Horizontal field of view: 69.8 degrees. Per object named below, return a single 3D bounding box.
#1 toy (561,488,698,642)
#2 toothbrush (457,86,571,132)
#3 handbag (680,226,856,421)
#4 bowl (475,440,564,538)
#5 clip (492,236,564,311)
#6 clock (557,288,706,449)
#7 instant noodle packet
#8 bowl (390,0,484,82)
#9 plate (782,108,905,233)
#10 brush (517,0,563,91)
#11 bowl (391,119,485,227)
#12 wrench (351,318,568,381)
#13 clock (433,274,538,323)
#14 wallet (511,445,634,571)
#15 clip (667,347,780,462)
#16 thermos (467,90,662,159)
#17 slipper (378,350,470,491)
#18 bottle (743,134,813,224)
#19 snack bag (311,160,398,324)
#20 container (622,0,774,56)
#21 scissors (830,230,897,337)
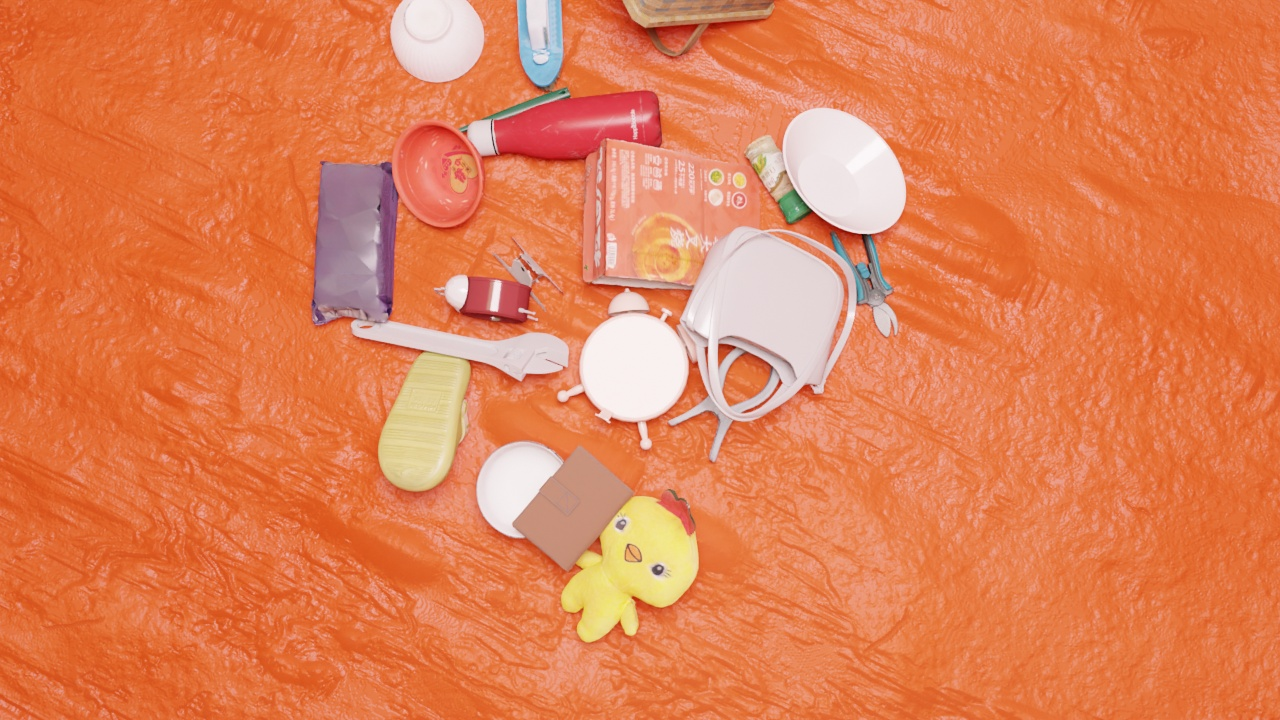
[{"bbox_3d":[-0.009,0.241,1.078,0.208,0.092,0.134,-42,63,5],"label":"toy"},{"bbox_3d":[-0.179,-0.307,1.164,0.190,0.017,0.016,-21,78,-3],"label":"toothbrush"},{"bbox_3d":[0.152,-0.030,1.071,0.215,0.096,0.222,24,71,-14],"label":"handbag"},{"bbox_3d":[-0.136,0.152,1.097,0.113,0.063,0.113,0,85,-1],"label":"bowl"},{"bbox_3d":[-0.141,-0.109,1.133,0.102,0.053,0.058,47,123,4],"label":"clip"},{"bbox_3d":[-0.006,0.006,1.104,0.131,0.086,0.160,30,79,3],"label":"clock"},{"bbox_3d":[0.047,-0.170,1.113,0.220,0.084,0.164,2,84,-19],"label":"instant noodle packet"},{"bbox_3d":[-0.260,-0.417,1.150,0.118,0.062,0.118,0,85,0],"label":"bowl"},{"bbox_3d":[0.241,-0.224,1.121,0.173,0.036,0.173,9,65,-21],"label":"plate"},{"bbox_3d":[-0.125,-0.409,1.142,0.055,0.075,0.136,-3,84,1],"label":"brush"},{"bbox_3d":[-0.239,-0.232,1.125,0.131,0.045,0.131,9,114,22],"label":"bowl"},{"bbox_3d":[-0.220,-0.024,1.121,0.273,0.086,0.018,12,123,10],"label":"wrench"},{"bbox_3d":[-0.186,-0.074,1.107,0.124,0.087,0.044,7,85,-3],"label":"clock"},{"bbox_3d":[-0.078,0.170,1.058,0.087,0.013,0.121,41,86,-1],"label":"wallet"},{"bbox_3d":[0.124,0.051,1.123,0.106,0.028,0.163,45,87,5],"label":"clip"},{"bbox_3d":[-0.095,-0.285,1.132,0.240,0.073,0.073,-5,85,3],"label":"thermos"},{"bbox_3d":[-0.251,0.075,1.102,0.092,0.082,0.190,4,59,7],"label":"slipper"},{"bbox_3d":[0.173,-0.225,1.139,0.043,0.043,0.111,-31,85,-2],"label":"bottle"},{"bbox_3d":[-0.353,-0.147,1.129,0.096,0.058,0.205,0,84,0],"label":"snack bag"},{"bbox_3d":[0.052,-0.474,1.105,0.249,0.187,0.157,-22,84,-39],"label":"container"},{"bbox_3d":[0.278,-0.104,1.140,0.150,0.019,0.131,23,88,1],"label":"scissors"}]
